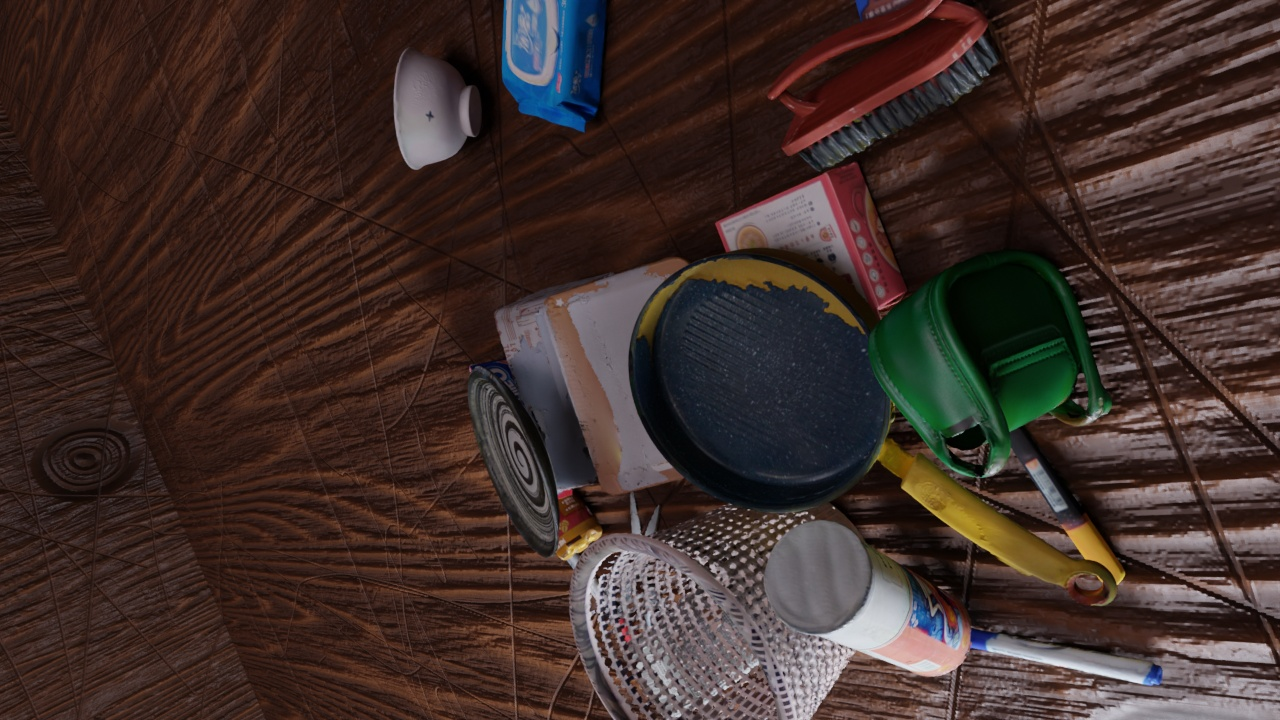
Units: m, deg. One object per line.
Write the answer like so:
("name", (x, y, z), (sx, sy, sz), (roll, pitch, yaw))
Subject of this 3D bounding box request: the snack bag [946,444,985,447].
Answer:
("snack bag", (0.212, 0.010, 0.639), (0.048, 0.026, 0.104), (-14, 83, 60))

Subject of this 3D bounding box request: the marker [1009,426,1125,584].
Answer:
("marker", (0.286, 0.096, 0.622), (0.124, 0.015, 0.018), (58, 138, 12))

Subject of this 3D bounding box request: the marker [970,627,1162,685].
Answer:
("marker", (0.297, 0.213, 0.666), (0.146, 0.016, 0.017), (-3, 106, 48))

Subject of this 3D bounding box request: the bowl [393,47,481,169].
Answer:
("bowl", (-0.196, -0.250, 0.916), (0.065, 0.118, 0.118), (2, 117, 4))

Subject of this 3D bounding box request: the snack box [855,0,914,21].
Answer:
("snack box", (0.156, -0.294, 0.557), (0.085, 0.026, 0.157), (-6, 104, 48))

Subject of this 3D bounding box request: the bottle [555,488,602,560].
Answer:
("bottle", (-0.113, 0.139, 1.036), (0.175, 0.057, 0.058), (53, 138, 13))

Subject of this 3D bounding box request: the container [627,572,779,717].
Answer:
("container", (0.057, 0.274, 0.877), (0.090, 0.114, 0.090), (55, 138, 12))

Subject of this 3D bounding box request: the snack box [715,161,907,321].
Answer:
("snack box", (0.129, -0.067, 0.685), (0.113, 0.044, 0.127), (-16, 97, 49))

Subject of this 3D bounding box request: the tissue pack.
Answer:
("tissue pack", (-0.077, -0.280, 0.793), (0.095, 0.052, 0.157), (31, 129, 34))

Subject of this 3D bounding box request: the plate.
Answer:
("plate", (-0.107, 0.087, 0.810), (0.179, 0.024, 0.180), (47, 149, 40))

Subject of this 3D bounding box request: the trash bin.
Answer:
("trash bin", (0.085, 0.208, 0.753), (0.228, 0.191, 0.228), (23, 124, 38))

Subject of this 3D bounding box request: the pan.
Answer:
("pan", (0.146, 0.055, 0.629), (0.357, 0.078, 0.198), (27, 121, 18))

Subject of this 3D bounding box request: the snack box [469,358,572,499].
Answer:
("snack box", (-0.130, 0.068, 0.965), (0.207, 0.057, 0.058), (-131, 36, -53))

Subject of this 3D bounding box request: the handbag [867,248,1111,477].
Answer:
("handbag", (0.215, -0.001, 0.558), (0.120, 0.131, 0.068), (62, 145, 14))

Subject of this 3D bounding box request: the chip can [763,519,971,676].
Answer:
("chip can", (0.167, 0.173, 0.642), (0.071, 0.214, 0.071), (-17, 58, 30))

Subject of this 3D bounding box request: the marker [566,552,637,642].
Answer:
("marker", (-0.047, 0.270, 1.062), (0.145, 0.017, 0.017), (51, 138, 17))

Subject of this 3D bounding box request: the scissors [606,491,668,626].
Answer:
("scissors", (-0.001, 0.225, 0.994), (0.171, 0.014, 0.159), (-35, 82, 48))

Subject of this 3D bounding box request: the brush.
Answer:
("brush", (0.150, -0.182, 0.581), (0.069, 0.063, 0.146), (41, 144, -23))

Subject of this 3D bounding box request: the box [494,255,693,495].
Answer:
("box", (-0.004, 0.005, 0.810), (0.193, 0.156, 0.183), (-13, 101, 18))
